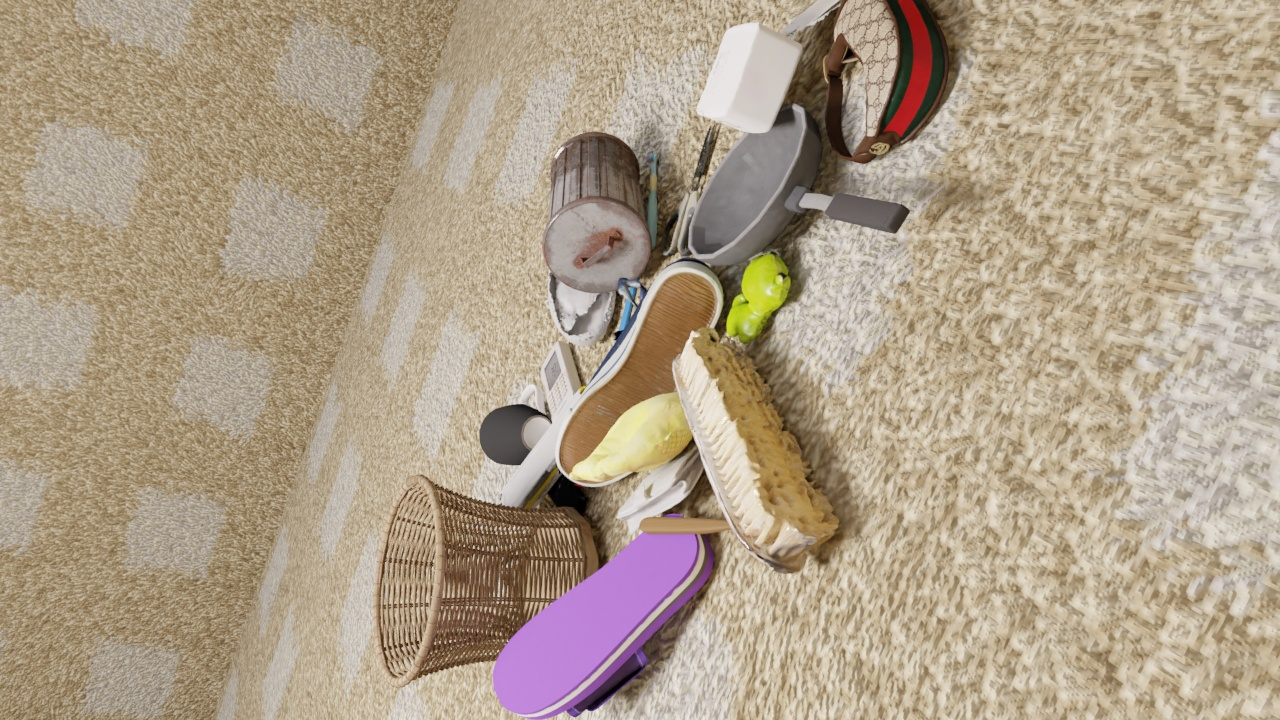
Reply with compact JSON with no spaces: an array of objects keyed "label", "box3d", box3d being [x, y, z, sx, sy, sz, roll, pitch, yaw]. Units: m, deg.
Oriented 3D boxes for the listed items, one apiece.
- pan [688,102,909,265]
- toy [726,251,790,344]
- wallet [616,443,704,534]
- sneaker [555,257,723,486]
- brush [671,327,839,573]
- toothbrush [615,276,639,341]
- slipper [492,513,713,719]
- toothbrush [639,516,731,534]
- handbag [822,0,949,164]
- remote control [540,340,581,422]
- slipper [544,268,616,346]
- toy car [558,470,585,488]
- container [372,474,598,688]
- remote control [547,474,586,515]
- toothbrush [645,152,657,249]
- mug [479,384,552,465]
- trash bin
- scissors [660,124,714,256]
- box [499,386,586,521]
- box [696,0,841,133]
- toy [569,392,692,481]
[{"label":"pan","box3d":[0.143,-0.146,0.833,0.178,0.041,0.357,-58,21,5]},{"label":"toy","box3d":[0.114,-0.061,0.895,0.094,0.036,0.093,-148,72,-69]},{"label":"wallet","box3d":[0.023,0.123,0.929,0.116,0.032,0.086,-43,6,45]},{"label":"sneaker","box3d":[-0.006,0.006,1.032,0.295,0.120,0.127,-59,7,19]},{"label":"brush","box3d":[0.091,0.069,0.808,0.057,0.083,0.270,-56,31,28]},{"label":"toothbrush","box3d":[-0.021,-0.062,1.170,0.016,0.014,0.166,3,78,62]},{"label":"slipper","box3d":[-0.021,0.271,0.915,0.267,0.084,0.107,-43,36,10]},{"label":"toothbrush","box3d":[0.060,0.153,0.847,0.167,0.016,0.016,-10,50,45]},{"label":"handbag","box3d":[0.204,-0.257,0.822,0.139,0.063,0.166,122,147,-47]},{"label":"remote control","box3d":[-0.108,0.033,1.264,0.060,0.025,0.138,-58,30,26]},{"label":"slipper","box3d":[-0.085,-0.118,1.260,0.112,0.074,0.246,-24,49,17]},{"label":"toy car","box3d":[-0.065,0.108,1.113,0.100,0.048,0.051,-61,28,21]},{"label":"container","box3d":[-0.179,0.256,1.055,0.228,0.196,0.226,-27,58,54]},{"label":"remote control","box3d":[-0.102,0.162,1.183,0.041,0.020,0.152,-68,26,8]},{"label":"toothbrush","box3d":[0.014,-0.207,1.186,0.022,0.016,0.154,-31,48,42]},{"label":"mug","box3d":[-0.159,0.087,1.270,0.100,0.085,0.118,-9,57,55]},{"label":"trash bin","box3d":[-0.056,-0.187,1.158,0.131,0.130,0.210,-54,24,31]},{"label":"scissors","box3d":[0.068,-0.198,1.086,0.170,0.012,0.131,-58,32,23]},{"label":"box","box3d":[-0.115,0.123,1.183,0.210,0.033,0.064,-53,28,18]},{"label":"box","box3d":[0.131,-0.315,0.919,0.190,0.083,0.110,-53,22,6]},{"label":"toy","box3d":[0.005,0.077,0.914,0.064,0.154,0.171,59,161,-1]}]
